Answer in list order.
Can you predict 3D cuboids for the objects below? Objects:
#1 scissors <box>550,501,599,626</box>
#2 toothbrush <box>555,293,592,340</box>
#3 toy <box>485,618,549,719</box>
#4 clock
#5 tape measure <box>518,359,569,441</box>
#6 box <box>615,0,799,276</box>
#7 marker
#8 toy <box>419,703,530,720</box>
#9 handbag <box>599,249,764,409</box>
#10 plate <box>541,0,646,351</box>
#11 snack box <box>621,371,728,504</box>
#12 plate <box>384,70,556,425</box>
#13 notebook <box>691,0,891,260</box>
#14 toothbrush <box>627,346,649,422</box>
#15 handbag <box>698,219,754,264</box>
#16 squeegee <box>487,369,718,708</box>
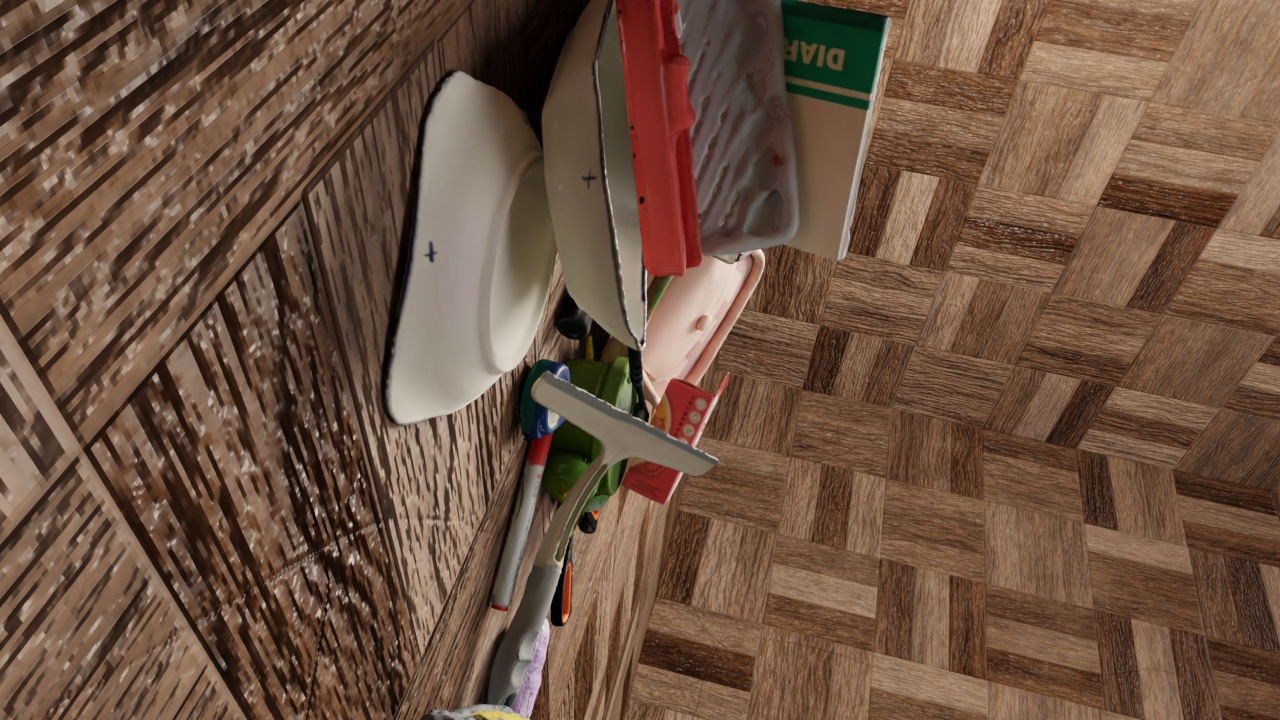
[{"bbox_3d":[-0.069,0.153,0.898,0.230,0.022,0.221,-11,109,-80],"label":"scissors"},{"bbox_3d":[-0.028,-0.100,0.759,0.026,0.027,0.212,-25,-146,38],"label":"toothbrush"},{"bbox_3d":[-0.098,0.254,0.738,0.084,0.039,0.107,138,-30,-66],"label":"toy"},{"bbox_3d":[-0.043,0.068,0.767,0.116,0.056,0.161,68,32,-72],"label":"clock"},{"bbox_3d":[-0.069,0.026,0.650,0.058,0.025,0.054,-42,142,-73],"label":"tape measure"},{"bbox_3d":[0.042,-0.156,0.528,0.112,0.100,0.201,-80,163,-75],"label":"box"},{"bbox_3d":[-0.088,0.114,0.688,0.017,0.017,0.145,61,42,-79],"label":"marker"},{"bbox_3d":[-0.106,0.326,0.629,0.137,0.091,0.357,-46,148,-53],"label":"toy"},{"bbox_3d":[0.031,-0.059,0.854,0.193,0.093,0.234,-58,168,-3],"label":"handbag"},{"bbox_3d":[-0.022,-0.117,0.526,0.265,0.034,0.162,-88,172,-55],"label":"plate"},{"bbox_3d":[0.033,0.062,0.829,0.127,0.044,0.113,-64,174,-3],"label":"snack box"},{"bbox_3d":[-0.073,-0.050,0.462,0.164,0.034,0.164,-39,140,-79],"label":"plate"},{"bbox_3d":[0.055,-0.166,0.611,0.012,0.209,0.151,-26,131,-46],"label":"notebook"},{"bbox_3d":[-0.004,0.004,0.722,0.016,0.014,0.190,-57,159,-30],"label":"toothbrush"},{"bbox_3d":[0.075,-0.174,0.747,0.196,0.145,0.099,-38,143,-45],"label":"handbag"},{"bbox_3d":[-0.061,0.150,0.684,0.246,0.039,0.246,31,83,-53],"label":"squeegee"}]
